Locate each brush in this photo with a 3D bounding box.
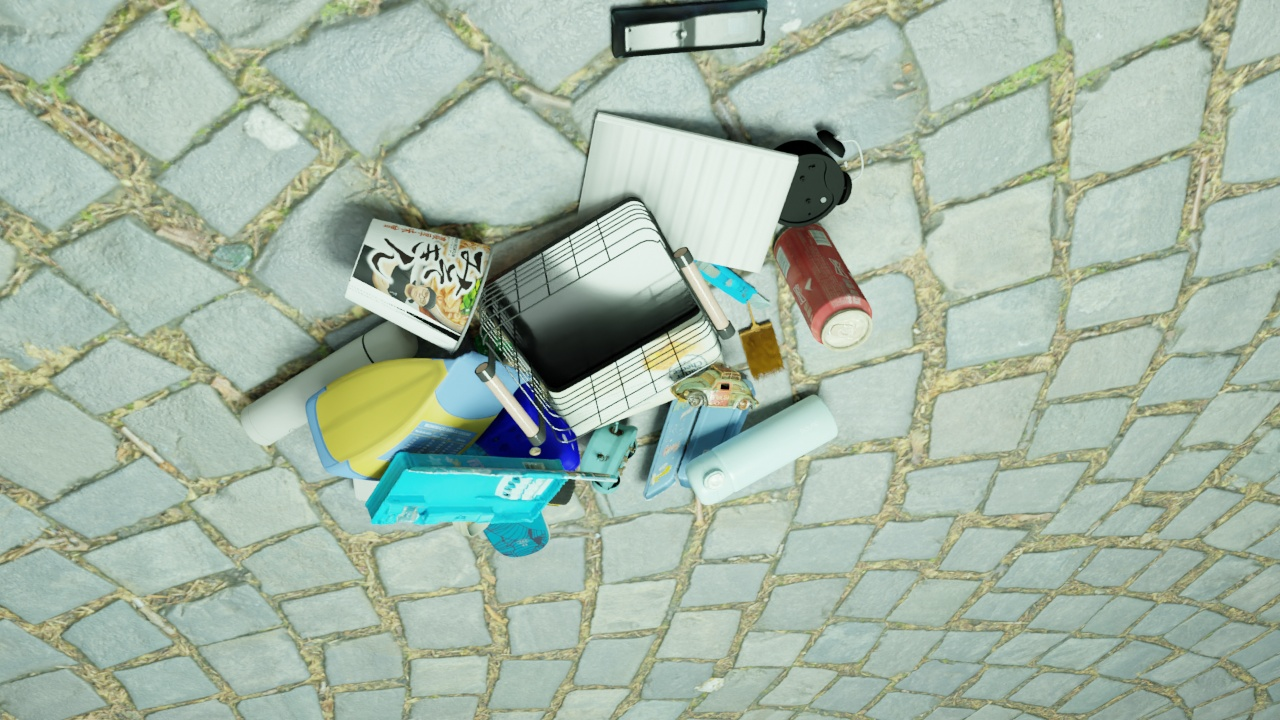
[{"bbox_3d":[0.149,-0.023,1.145,0.048,0.017,0.126,-19,136,4],"label":"brush"}]

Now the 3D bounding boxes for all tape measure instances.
[{"bbox_3d":[-0.107,0.160,1.221,0.038,0.062,0.067,10,126,-22],"label":"tape measure"}]

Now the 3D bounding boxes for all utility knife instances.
[{"bbox_3d":[0.092,-0.101,1.073,0.174,0.015,0.031,29,123,-34],"label":"utility knife"}]

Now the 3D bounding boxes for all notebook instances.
[{"bbox_3d":[0.045,-0.173,0.969,0.209,0.009,0.143,11,129,-5],"label":"notebook"}]

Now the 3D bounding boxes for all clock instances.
[{"bbox_3d":[-0.038,0.123,1.185,0.053,0.090,0.124,25,160,8],"label":"clock"},{"bbox_3d":[0.183,-0.197,0.990,0.121,0.042,0.091,-22,132,6],"label":"clock"}]

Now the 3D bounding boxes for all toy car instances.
[{"bbox_3d":[0.092,0.030,1.088,0.111,0.047,0.047,4,108,-25],"label":"toy car"}]

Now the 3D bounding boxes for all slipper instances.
[{"bbox_3d":[-0.199,0.188,1.228,0.118,0.060,0.295,-22,132,2],"label":"slipper"}]

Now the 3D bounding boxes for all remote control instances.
[{"bbox_3d":[0.048,-0.314,0.871,0.150,0.022,0.047,-8,131,-7],"label":"remote control"}]

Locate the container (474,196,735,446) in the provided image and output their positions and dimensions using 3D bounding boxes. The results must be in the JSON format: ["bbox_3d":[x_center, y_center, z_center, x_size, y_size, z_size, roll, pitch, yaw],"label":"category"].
[{"bbox_3d":[-0.043,-0.038,0.961,0.241,0.130,0.163,-30,121,7],"label":"container"}]

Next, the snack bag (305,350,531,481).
[{"bbox_3d":[-0.236,0.050,1.018,0.205,0.102,0.159,-27,162,12],"label":"snack bag"}]

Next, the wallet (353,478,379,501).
[{"bbox_3d":[-0.303,0.144,1.156,0.115,0.037,0.119,12,129,4],"label":"wallet"}]

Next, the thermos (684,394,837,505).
[{"bbox_3d":[0.157,0.120,1.215,0.206,0.078,0.065,-27,94,-7],"label":"thermos"}]

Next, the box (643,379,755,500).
[{"bbox_3d":[0.072,0.104,1.223,0.127,0.034,0.210,-9,137,-24],"label":"box"}]

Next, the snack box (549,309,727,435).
[{"bbox_3d":[-0.007,0.007,1.114,0.208,0.057,0.104,-21,133,6],"label":"snack box"}]

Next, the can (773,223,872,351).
[{"bbox_3d":[0.199,-0.083,1.007,0.067,0.170,0.067,-6,131,-7],"label":"can"}]

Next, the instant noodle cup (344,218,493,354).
[{"bbox_3d":[-0.232,-0.084,0.951,0.121,0.123,0.124,20,124,-17],"label":"instant noodle cup"}]

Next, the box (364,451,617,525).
[{"bbox_3d":[-0.165,0.133,1.024,0.226,0.071,0.182,9,149,-44],"label":"box"}]

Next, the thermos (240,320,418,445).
[{"bbox_3d":[-0.354,0.024,1.051,0.224,0.052,0.052,-29,130,13],"label":"thermos"}]

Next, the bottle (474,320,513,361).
[{"bbox_3d":[-0.144,-0.047,1.045,0.043,0.043,0.111,27,120,-31],"label":"bottle"}]

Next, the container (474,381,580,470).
[{"bbox_3d":[-0.143,0.091,1.139,0.085,0.084,0.113,-30,129,11],"label":"container"}]
